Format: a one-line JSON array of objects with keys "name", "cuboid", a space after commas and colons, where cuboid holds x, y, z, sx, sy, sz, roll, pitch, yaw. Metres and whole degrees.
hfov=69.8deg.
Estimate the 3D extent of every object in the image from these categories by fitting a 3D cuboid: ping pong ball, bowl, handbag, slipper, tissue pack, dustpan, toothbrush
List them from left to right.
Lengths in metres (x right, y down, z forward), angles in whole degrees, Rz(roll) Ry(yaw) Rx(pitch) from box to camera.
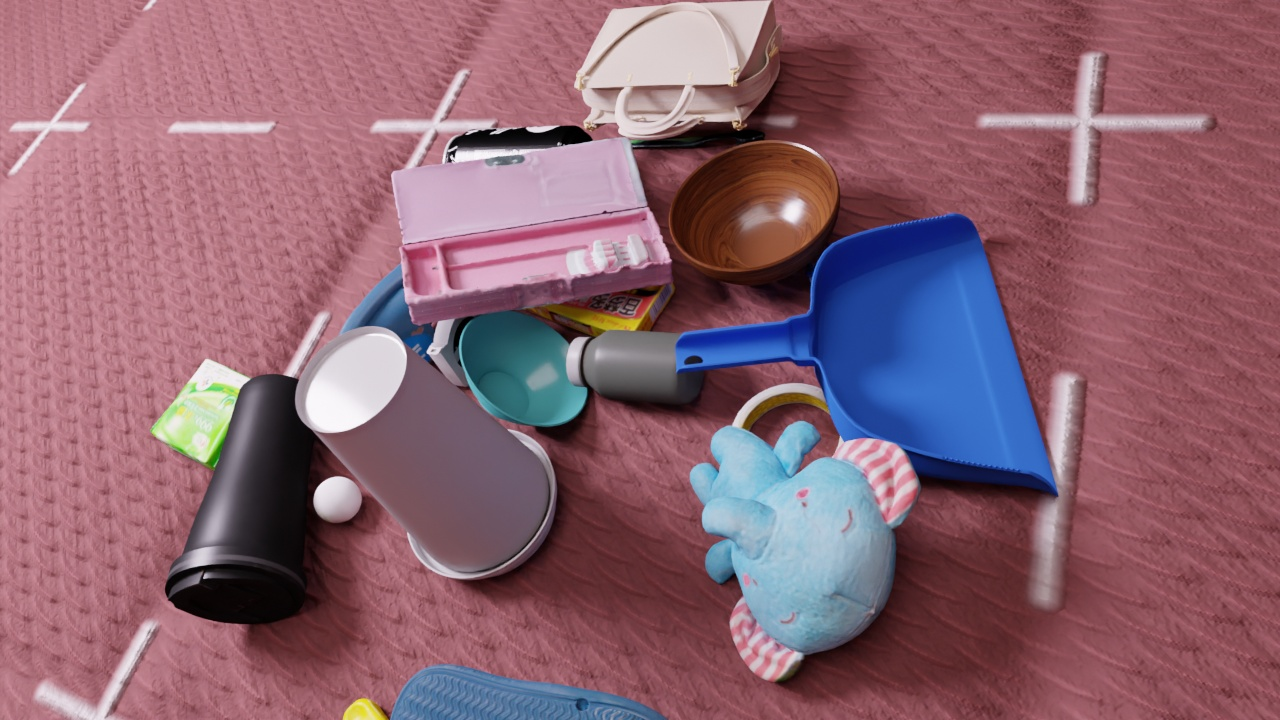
[{"name": "tissue pack", "cuboid": [-0.424, 0.054, 0.918, 0.114, 0.034, 0.099, 18, 67, 31]}, {"name": "ping pong ball", "cuboid": [-0.266, 0.122, 0.806, 0.040, 0.040, 0.040, -10, 55, 14]}, {"name": "slipper", "cuboid": [-0.214, -0.039, 0.857, 0.059, 0.104, 0.213, 28, 72, 20]}, {"name": "bowl", "cuboid": [-0.109, 0.018, 0.797, 0.046, 0.121, 0.121, -48, 41, 39]}, {"name": "slipper", "cuboid": [-0.070, 0.270, 0.624, 0.214, 0.059, 0.103, 10, 71, 13]}, {"name": "handbag", "cuboid": [0.028, -0.273, 0.902, 0.195, 0.101, 0.197, 5, 46, 21]}, {"name": "toothbrush", "cuboid": [0.039, -0.223, 0.942, 0.188, 0.017, 0.014, 4, 55, 27]}, {"name": "bowl", "cuboid": [0.105, -0.116, 0.806, 0.147, 0.069, 0.147, -11, 54, 15]}, {"name": "dustpan", "cuboid": [0.157, -0.005, 0.697, 0.258, 0.059, 0.245, -7, 55, 8]}]

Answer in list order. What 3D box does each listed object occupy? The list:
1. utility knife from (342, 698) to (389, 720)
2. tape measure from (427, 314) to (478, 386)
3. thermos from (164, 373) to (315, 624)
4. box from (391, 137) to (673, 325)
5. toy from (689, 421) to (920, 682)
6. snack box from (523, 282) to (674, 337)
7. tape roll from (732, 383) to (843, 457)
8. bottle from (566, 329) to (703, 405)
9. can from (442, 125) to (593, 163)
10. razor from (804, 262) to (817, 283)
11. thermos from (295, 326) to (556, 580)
[{"name": "utility knife", "cuboid": [-0.156, 0.311, 0.653, 0.186, 0.020, 0.028, 34, 76, 34]}, {"name": "tape measure", "cuboid": [-0.167, -0.016, 0.846, 0.017, 0.064, 0.064, 7, 56, 25]}, {"name": "thermos", "cuboid": [-0.335, 0.117, 0.803, 0.106, 0.106, 0.218, -15, 49, 11]}, {"name": "box", "cuboid": [-0.101, -0.117, 0.832, 0.232, 0.051, 0.180, -9, 55, -9]}, {"name": "toy", "cuboid": [0.093, 0.111, 0.629, 0.180, 0.114, 0.184, 42, 109, 38]}, {"name": "snack box", "cuboid": [-0.050, -0.066, 0.854, 0.152, 0.025, 0.075, 21, 67, 27]}, {"name": "tape roll", "cuboid": [0.117, 0.062, 0.714, 0.094, 0.019, 0.093, -10, 55, 15]}, {"name": "bottle", "cuboid": [-0.005, 0.005, 0.773, 0.108, 0.060, 0.060, 4, 59, 23]}, {"name": "can", "cuboid": [-0.122, -0.198, 0.940, 0.146, 0.080, 0.080, 4, 59, 23]}, {"name": "razor", "cuboid": [0.162, -0.024, 0.755, 0.044, 0.018, 0.140, -3, 58, 7]}, {"name": "thermos", "cuboid": [-0.156, 0.070, 0.684, 0.132, 0.222, 0.131, -10, 55, 14]}]
